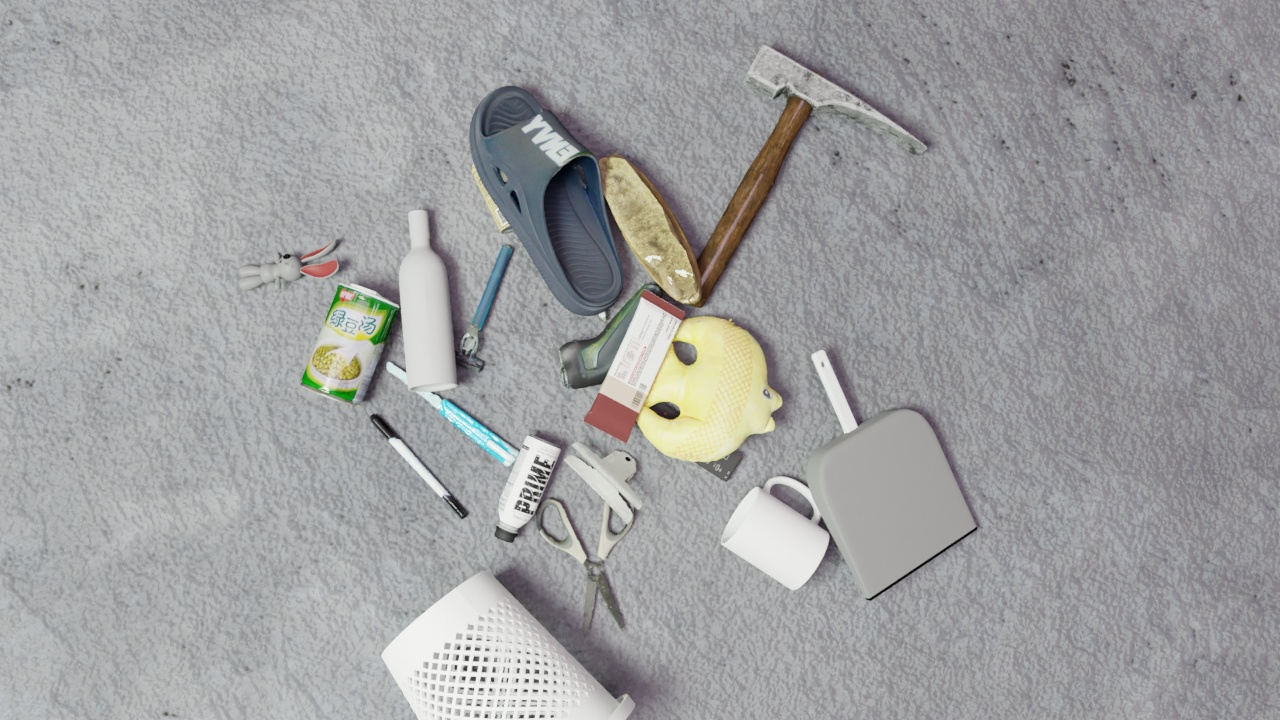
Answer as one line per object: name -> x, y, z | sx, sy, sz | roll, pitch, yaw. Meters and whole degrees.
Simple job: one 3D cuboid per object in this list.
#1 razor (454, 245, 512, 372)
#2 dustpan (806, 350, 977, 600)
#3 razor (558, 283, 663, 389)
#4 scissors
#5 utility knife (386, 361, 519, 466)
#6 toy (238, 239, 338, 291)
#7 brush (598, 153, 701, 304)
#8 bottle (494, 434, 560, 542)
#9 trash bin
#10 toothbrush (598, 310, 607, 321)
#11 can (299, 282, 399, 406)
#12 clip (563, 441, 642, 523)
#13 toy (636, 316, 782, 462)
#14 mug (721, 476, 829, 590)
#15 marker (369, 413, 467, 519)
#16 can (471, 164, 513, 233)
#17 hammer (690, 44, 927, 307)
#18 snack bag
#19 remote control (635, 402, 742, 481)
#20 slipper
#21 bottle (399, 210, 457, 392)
razor -> -0.172, -0.061, 1.014 | 0.042, 0.022, 0.144 | 20, 85, -3
dustpan -> 0.252, 0.106, 1.004 | 0.163, 0.033, 0.257 | -26, 94, -22
razor -> -0.033, -0.029, 1.005 | 0.067, 0.054, 0.151 | 39, 80, -9
scissors -> -0.056, 0.211, 1.007 | 0.166, 0.012, 0.157 | 33, 86, 0
utility knife -> -0.206, 0.056, 1.007 | 0.179, 0.015, 0.022 | 39, 85, -1
toy -> -0.382, -0.101, 1.000 | 0.111, 0.030, 0.049 | -14, 59, -2
brush -> 0.009, -0.145, 1.006 | 0.059, 0.043, 0.195 | -32, 78, 12
bottle -> -0.126, 0.140, 0.994 | 0.041, 0.041, 0.116 | 23, 85, -2
trash bin -> -0.144, 0.331, 0.919 | 0.195, 0.195, 0.199 | -40, 80, -5
toothbrush -> -0.083, -0.127, 1.027 | 0.017, 0.016, 0.189 | -28, 88, 7
can -> -0.310, -0.018, 0.980 | 0.067, 0.067, 0.121 | 21, 86, -2
clip -> -0.034, 0.126, 1.002 | 0.102, 0.052, 0.058 | 43, 102, 11
toy -> 0.078, 0.032, 0.998 | 0.155, 0.065, 0.170 | 19, 72, 8
mug -> 0.153, 0.178, 0.998 | 0.090, 0.074, 0.110 | 33, 59, -1
marker -> -0.243, 0.116, 1.004 | 0.011, 0.011, 0.152 | -43, 90, -5
can -> -0.154, -0.184, 1.014 | 0.038, 0.038, 0.079 | -26, 88, -5
hammer -> 0.161, -0.175, 1.034 | 0.217, 0.037, 0.300 | 29, 86, -1
snack bag -> -0.006, 0.006, 0.981 | 0.057, 0.013, 0.157 | 28, 78, -22
remote control -> 0.042, 0.080, 1.021 | 0.150, 0.013, 0.034 | 34, 85, -1
slipper -> -0.091, -0.177, 0.977 | 0.110, 0.084, 0.268 | -27, 91, -33
bottle -> -0.233, -0.066, 0.993 | 0.052, 0.052, 0.195 | -6, 81, -4
